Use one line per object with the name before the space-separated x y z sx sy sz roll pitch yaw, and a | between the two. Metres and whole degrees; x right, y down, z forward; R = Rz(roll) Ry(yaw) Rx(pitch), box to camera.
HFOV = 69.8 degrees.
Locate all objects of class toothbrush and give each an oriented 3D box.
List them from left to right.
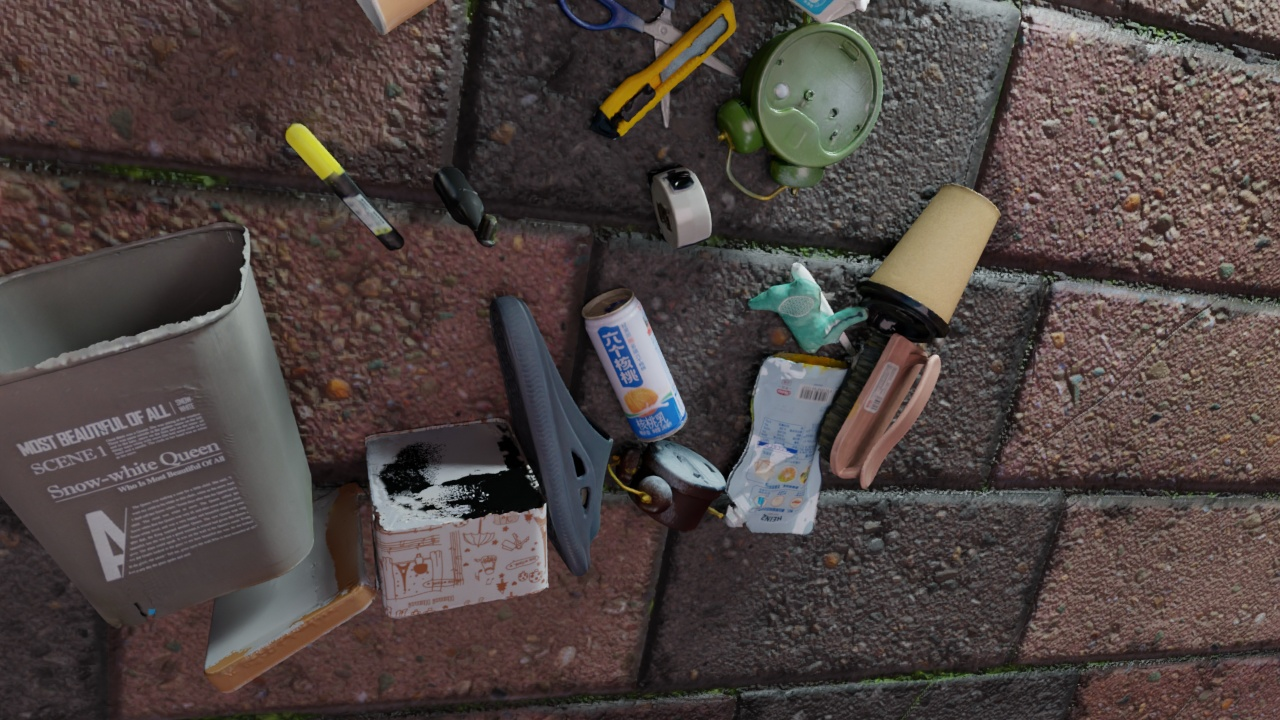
toothbrush | -0.123 -0.110 0.649 0.026 0.212 0.027 19 102 -23
toothbrush | 0.195 -0.028 0.897 0.016 0.016 0.180 -42 117 -4

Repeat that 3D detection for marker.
marker | -0.229 -0.133 0.717 0.018 0.015 0.124 -39 120 0

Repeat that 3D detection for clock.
clock | 0.023 0.114 0.855 0.121 0.082 0.055 17 109 -37
clock | 0.132 -0.212 0.783 0.116 0.056 0.161 30 98 -25

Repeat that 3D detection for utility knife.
utility knife | 0.020 -0.236 0.748 0.154 0.015 0.033 -42 123 2

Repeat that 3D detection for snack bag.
snack bag | 0.145 0.087 0.912 0.110 0.039 0.191 3 109 -30

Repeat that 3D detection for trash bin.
trash bin | -0.345 0.046 0.654 0.199 0.198 0.220 -16 120 -12

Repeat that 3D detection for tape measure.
tape measure | 0.033 -0.129 0.776 0.033 0.066 0.066 -20 115 -9

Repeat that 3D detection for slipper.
slipper | -0.063 0.066 0.798 0.083 0.111 0.268 -17 111 -15

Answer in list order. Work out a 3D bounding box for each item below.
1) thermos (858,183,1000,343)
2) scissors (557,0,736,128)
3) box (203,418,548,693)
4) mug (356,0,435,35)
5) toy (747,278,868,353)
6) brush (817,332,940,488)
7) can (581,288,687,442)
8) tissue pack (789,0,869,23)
thermos | 0.273 -0.090 0.864 0.093 0.093 0.143 32 89 -26
scissors | 0.010 -0.278 0.742 0.162 0.012 0.176 0 111 -20
box | -0.213 0.143 0.736 0.271 0.178 0.106 -19 115 -12
mug | -0.150 -0.296 0.650 0.122 0.078 0.078 -33 117 -10
toy | 0.162 -0.043 0.865 0.097 0.030 0.092 -21 128 23
brush | 0.225 0.048 0.876 0.063 0.073 0.145 25 94 -46
can | -0.005 0.005 0.822 0.053 0.053 0.135 -27 116 -7
tissue pack | 0.125 -0.335 0.710 0.140 0.063 0.089 26 57 -24
